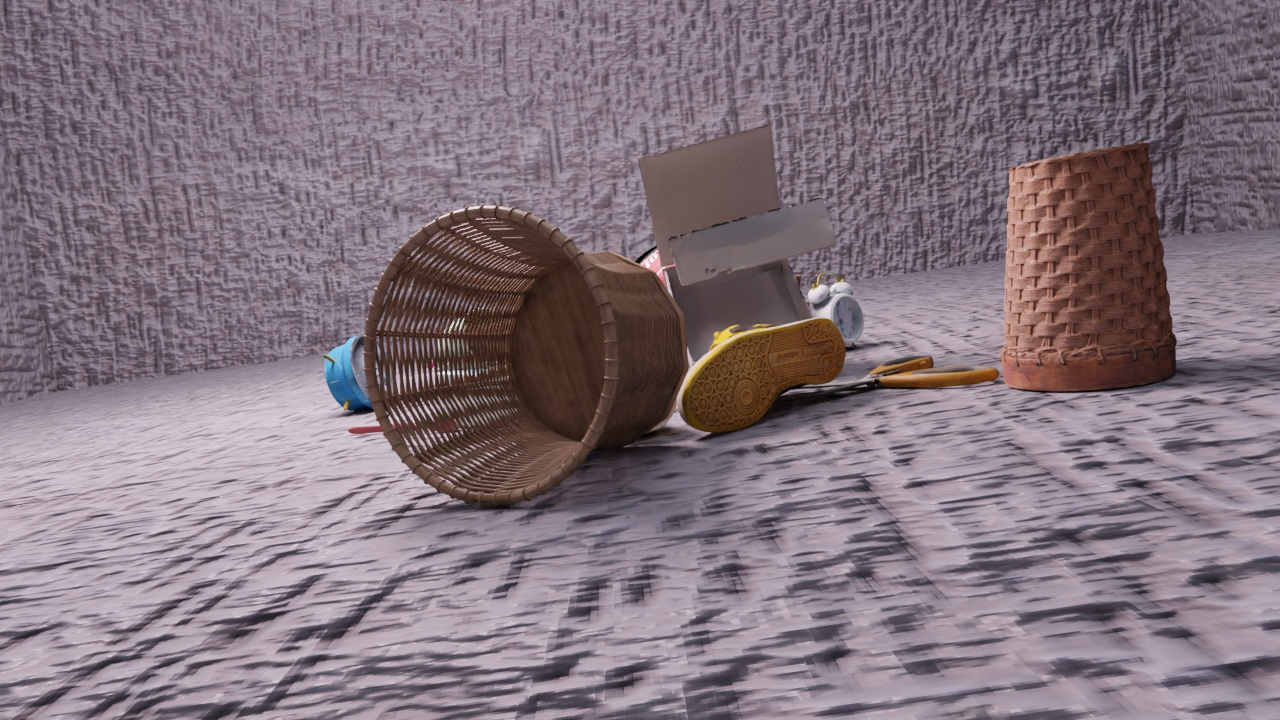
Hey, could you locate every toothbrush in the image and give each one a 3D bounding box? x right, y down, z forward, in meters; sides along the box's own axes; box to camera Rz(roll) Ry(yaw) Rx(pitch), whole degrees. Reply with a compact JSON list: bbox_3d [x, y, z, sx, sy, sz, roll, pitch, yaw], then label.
[{"bbox_3d":[-0.295,0.083,1.133,0.185,0.015,0.015,-5,4,30],"label":"toothbrush"}]

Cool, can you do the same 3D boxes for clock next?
[{"bbox_3d":[-0.430,0.020,1.434,0.060,0.117,0.161,-19,3,12],"label":"clock"},{"bbox_3d":[0.281,-0.072,1.348,0.083,0.117,0.057,-12,1,-36],"label":"clock"}]

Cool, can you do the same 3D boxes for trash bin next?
[{"bbox_3d":[0.414,-0.086,0.870,0.151,0.210,0.151,-8,6,1],"label":"trash bin"}]

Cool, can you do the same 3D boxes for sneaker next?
[{"bbox_3d":[0.095,0.013,0.941,0.237,0.086,0.122,-17,7,-40],"label":"sneaker"}]

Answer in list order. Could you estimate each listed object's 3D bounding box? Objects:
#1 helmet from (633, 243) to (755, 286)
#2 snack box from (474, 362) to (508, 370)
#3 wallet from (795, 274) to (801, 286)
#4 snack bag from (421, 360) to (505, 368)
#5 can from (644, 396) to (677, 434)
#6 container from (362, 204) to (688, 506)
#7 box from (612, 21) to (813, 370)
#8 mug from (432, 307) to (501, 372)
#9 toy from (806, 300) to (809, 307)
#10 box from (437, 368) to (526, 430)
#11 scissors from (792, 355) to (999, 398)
[{"bbox_3d":[0.071,-0.098,1.431,0.271,0.197,0.224,-26,1,3],"label":"helmet"},{"bbox_3d":[-0.212,0.027,1.410,0.143,0.040,0.148,-7,6,9],"label":"snack box"},{"bbox_3d":[0.211,-0.064,1.349,0.013,0.121,0.087,14,16,31],"label":"wallet"},{"bbox_3d":[-0.254,-0.002,1.455,0.197,0.016,0.070,-6,9,32],"label":"snack bag"},{"bbox_3d":[-0.027,0.034,0.936,0.078,0.078,0.136,-12,7,-31],"label":"can"},{"bbox_3d":[-0.081,-0.007,0.778,0.227,0.227,0.195,-5,0,24],"label":"container"},{"bbox_3d":[0.096,-0.180,1.151,0.167,0.412,0.149,-15,2,-1],"label":"box"},{"bbox_3d":[-0.260,-0.016,1.353,0.104,0.084,0.111,-17,27,47],"label":"mug"},{"bbox_3d":[0.218,-0.047,1.284,0.085,0.106,0.074,1,-13,9],"label":"toy"},{"bbox_3d":[-0.181,0.043,1.081,0.199,0.085,0.070,-2,37,52],"label":"box"},{"bbox_3d":[0.275,0.018,0.986,0.224,0.016,0.227,-13,8,-37],"label":"scissors"}]
